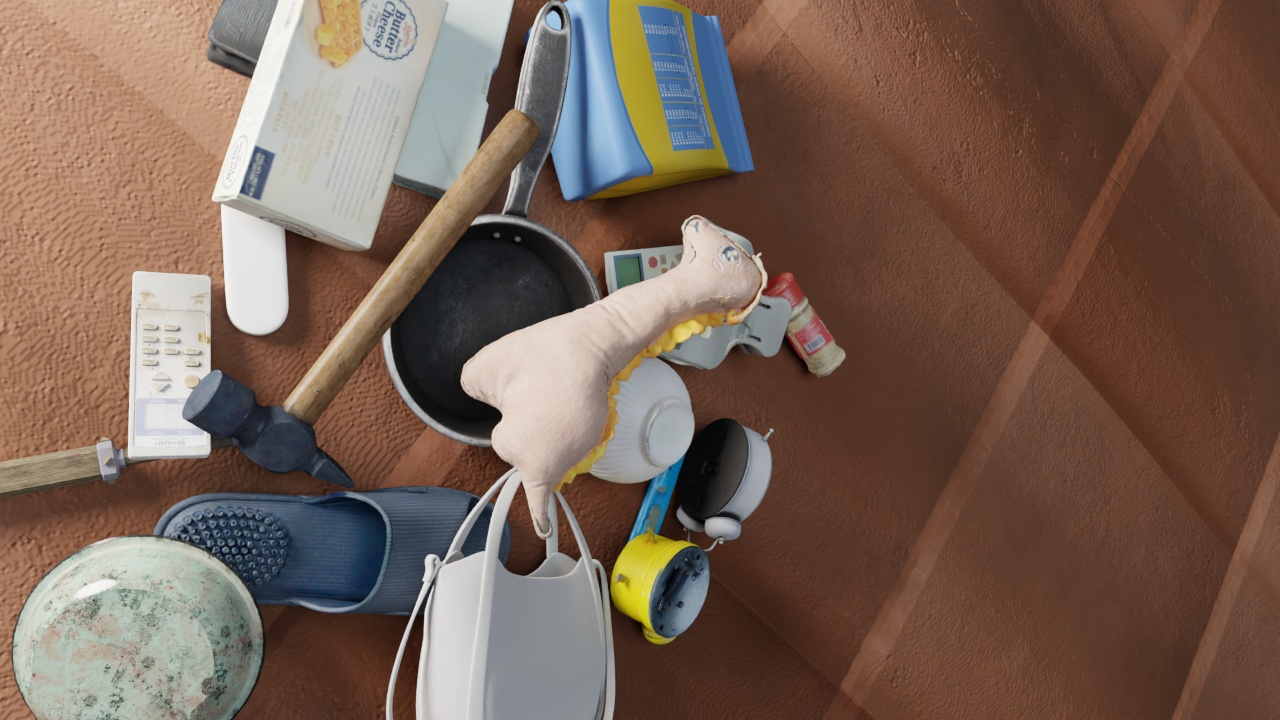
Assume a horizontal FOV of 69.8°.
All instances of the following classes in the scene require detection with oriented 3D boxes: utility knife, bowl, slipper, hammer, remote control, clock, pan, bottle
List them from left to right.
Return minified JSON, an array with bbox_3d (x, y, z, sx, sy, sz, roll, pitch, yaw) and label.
[{"bbox_3d":[-0.412,0.082,0.606,0.316,0.028,0.147,-10,90,-28],"label":"hammer"},{"bbox_3d":[-0.334,0.197,0.606,0.157,0.038,0.157,-1,95,-12],"label":"bowl"},{"bbox_3d":[-0.330,0.002,0.646,0.050,0.011,0.135,1,71,-28],"label":"remote control"},{"bbox_3d":[-0.291,-0.087,0.692,0.043,0.013,0.136,-3,87,-28],"label":"remote control"},{"bbox_3d":[-0.214,0.144,0.678,0.263,0.083,0.101,6,86,-27],"label":"slipper"},{"bbox_3d":[-0.177,-0.055,0.676,0.129,0.040,0.321,42,80,-36],"label":"hammer"},{"bbox_3d":[-0.102,-0.107,0.743,0.187,0.055,0.357,8,92,-27],"label":"pan"},{"bbox_3d":[0.005,0.055,0.790,0.117,0.062,0.118,-16,114,-42],"label":"bowl"},{"bbox_3d":[0.013,0.131,0.839,0.031,0.015,0.178,31,71,-35],"label":"utility knife"},{"bbox_3d":[0.023,0.202,0.807,0.083,0.057,0.119,-55,136,-26],"label":"clock"},{"bbox_3d":[0.030,-0.082,0.858,0.143,0.024,0.049,-9,95,-29],"label":"remote control"},{"bbox_3d":[0.073,0.113,0.829,0.035,0.095,0.122,25,81,-28],"label":"clock"},{"bbox_3d":[0.161,-0.035,0.916,0.044,0.044,0.109,-45,107,-24],"label":"bottle"}]

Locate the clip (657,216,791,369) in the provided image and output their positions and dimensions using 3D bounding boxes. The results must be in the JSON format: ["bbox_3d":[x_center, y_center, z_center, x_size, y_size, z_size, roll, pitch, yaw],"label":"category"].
[{"bbox_3d":[0.065,-0.052,0.842,0.152,0.097,0.126,20,89,-51],"label":"clip"}]

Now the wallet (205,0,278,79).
[{"bbox_3d":[-0.273,-0.267,0.710,0.089,0.026,0.114,21,76,-24],"label":"wallet"}]

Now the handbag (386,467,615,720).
[{"bbox_3d":[-0.093,0.189,0.706,0.215,0.096,0.222,19,69,-55],"label":"handbag"}]

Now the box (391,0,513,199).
[{"bbox_3d":[-0.158,-0.233,0.758,0.083,0.066,0.199,18,79,-44],"label":"box"}]

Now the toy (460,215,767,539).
[{"bbox_3d":[-0.004,0.004,0.733,0.264,0.065,0.196,-22,86,-14],"label":"toy"}]

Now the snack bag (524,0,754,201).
[{"bbox_3d":[0.015,-0.236,0.827,0.204,0.102,0.159,-16,94,-39],"label":"snack bag"}]

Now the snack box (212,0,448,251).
[{"bbox_3d":[-0.228,-0.196,0.685,0.104,0.058,0.207,21,82,-39],"label":"snack box"}]
